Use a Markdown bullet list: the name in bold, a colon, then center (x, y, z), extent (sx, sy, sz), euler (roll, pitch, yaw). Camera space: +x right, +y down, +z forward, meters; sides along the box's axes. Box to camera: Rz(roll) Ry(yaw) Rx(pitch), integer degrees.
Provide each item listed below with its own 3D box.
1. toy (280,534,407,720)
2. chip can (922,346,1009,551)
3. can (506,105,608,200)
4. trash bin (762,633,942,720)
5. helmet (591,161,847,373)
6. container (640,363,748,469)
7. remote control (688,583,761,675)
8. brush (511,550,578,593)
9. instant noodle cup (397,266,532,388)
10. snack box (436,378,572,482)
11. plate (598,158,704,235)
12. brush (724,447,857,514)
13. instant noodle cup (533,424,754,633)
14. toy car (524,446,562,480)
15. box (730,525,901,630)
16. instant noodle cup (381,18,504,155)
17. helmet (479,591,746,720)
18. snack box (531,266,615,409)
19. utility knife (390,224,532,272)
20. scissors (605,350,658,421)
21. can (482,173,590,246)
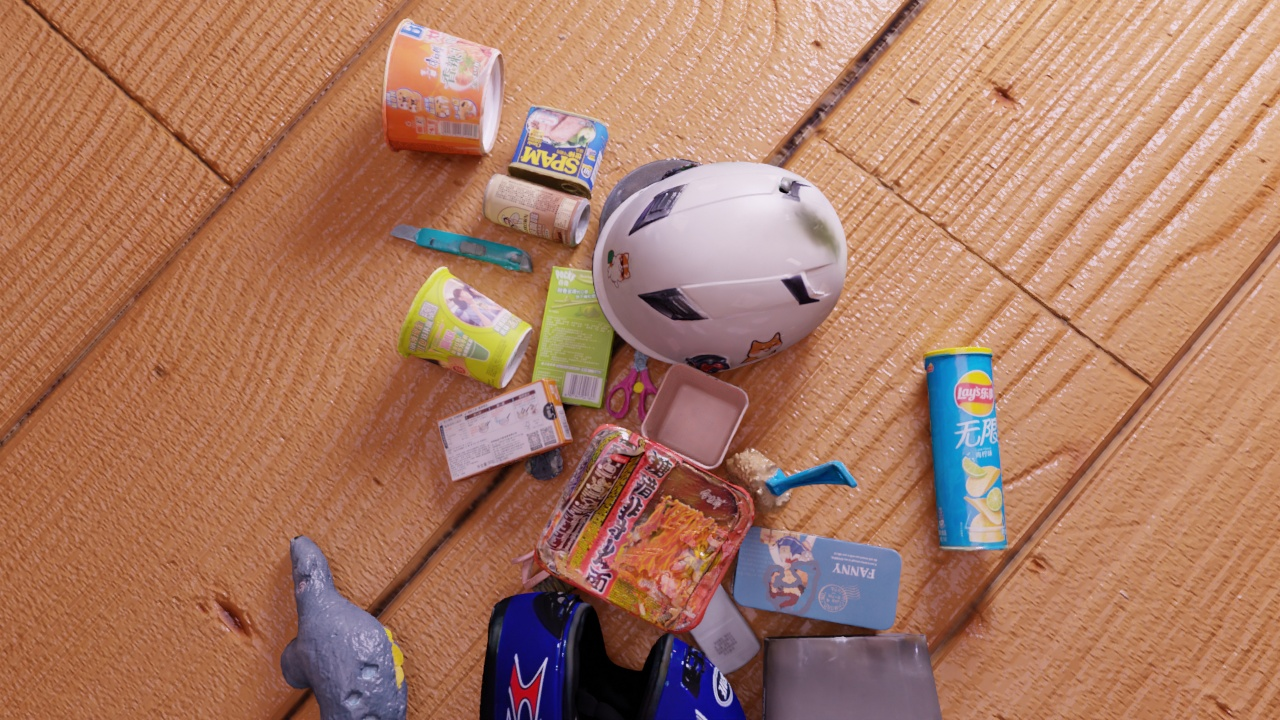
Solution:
- **toy**: center (-0.319, 0.357, 0.999), extent (0.138, 0.091, 0.356), euler (-23, 77, 30)
- **chip can**: center (0.344, 0.094, 0.973), extent (0.071, 0.071, 0.210), euler (-2, 81, 5)
- **can**: center (-0.095, -0.245, 1.079), extent (0.102, 0.057, 0.083), euler (15, 81, 8)
- **trash bin**: center (0.201, 0.380, 0.890), extent (0.199, 0.199, 0.219), euler (-4, 74, 5)
- **helmet**: center (0.100, -0.109, 0.954), extent (0.273, 0.157, 0.230), euler (-5, 82, -19)
- **container**: center (0.060, 0.065, 0.987), extent (0.090, 0.111, 0.090), euler (24, 84, 9)
- **remote control**: center (0.068, 0.267, 1.000), extent (0.058, 0.021, 0.150), euler (-34, 79, 0)
- **brush**: center (-0.067, 0.207, 1.004), extent (0.145, 0.063, 0.073), euler (-33, 83, 2)
- **instant noodle cup**: center (-0.192, -0.029, 1.035), extent (0.123, 0.112, 0.111), euler (27, 85, 2)
- **snack box**: center (-0.154, 0.079, 1.025), extent (0.154, 0.026, 0.075), euler (-21, 80, 23)
- **plate**: center (0.041, -0.152, 1.053), extent (0.179, 0.024, 0.179), euler (0, 78, -2)
- **brush**: center (0.149, 0.117, 0.907), extent (0.045, 0.255, 0.083), euler (-35, 91, -18)
- **instant noodle cup**: center (0.005, 0.167, 0.930), extent (0.189, 0.079, 0.164), euler (29, 91, -6)
- **toy car**: center (-0.110, 0.090, 1.037), extent (0.043, 0.034, 0.090), euler (-14, 81, 20)
- **box**: center (0.190, 0.230, 0.974), extent (0.184, 0.061, 0.089), euler (6, 82, 8)
- **instant noodle cup**: center (-0.224, -0.306, 1.062), extent (0.111, 0.151, 0.151), euler (10, 82, -1)
- **helmet**: center (-0.013, 0.373, 0.868), extent (0.240, 0.247, 0.315), euler (-4, 93, 4)
- **snack box**: center (-0.073, -0.027, 1.057), extent (0.086, 0.026, 0.156), euler (8, 82, 6)
- **utility knife**: center (-0.213, -0.136, 1.095), extent (0.182, 0.013, 0.029), euler (13, 81, 8)
- **scissors**: center (-0.009, 0.004, 1.055), extent (0.074, 0.017, 0.137), euler (-3, 76, 15)
- **can**: center (-0.121, -0.176, 1.069), extent (0.116, 0.058, 0.058), euler (19, 83, 8)
